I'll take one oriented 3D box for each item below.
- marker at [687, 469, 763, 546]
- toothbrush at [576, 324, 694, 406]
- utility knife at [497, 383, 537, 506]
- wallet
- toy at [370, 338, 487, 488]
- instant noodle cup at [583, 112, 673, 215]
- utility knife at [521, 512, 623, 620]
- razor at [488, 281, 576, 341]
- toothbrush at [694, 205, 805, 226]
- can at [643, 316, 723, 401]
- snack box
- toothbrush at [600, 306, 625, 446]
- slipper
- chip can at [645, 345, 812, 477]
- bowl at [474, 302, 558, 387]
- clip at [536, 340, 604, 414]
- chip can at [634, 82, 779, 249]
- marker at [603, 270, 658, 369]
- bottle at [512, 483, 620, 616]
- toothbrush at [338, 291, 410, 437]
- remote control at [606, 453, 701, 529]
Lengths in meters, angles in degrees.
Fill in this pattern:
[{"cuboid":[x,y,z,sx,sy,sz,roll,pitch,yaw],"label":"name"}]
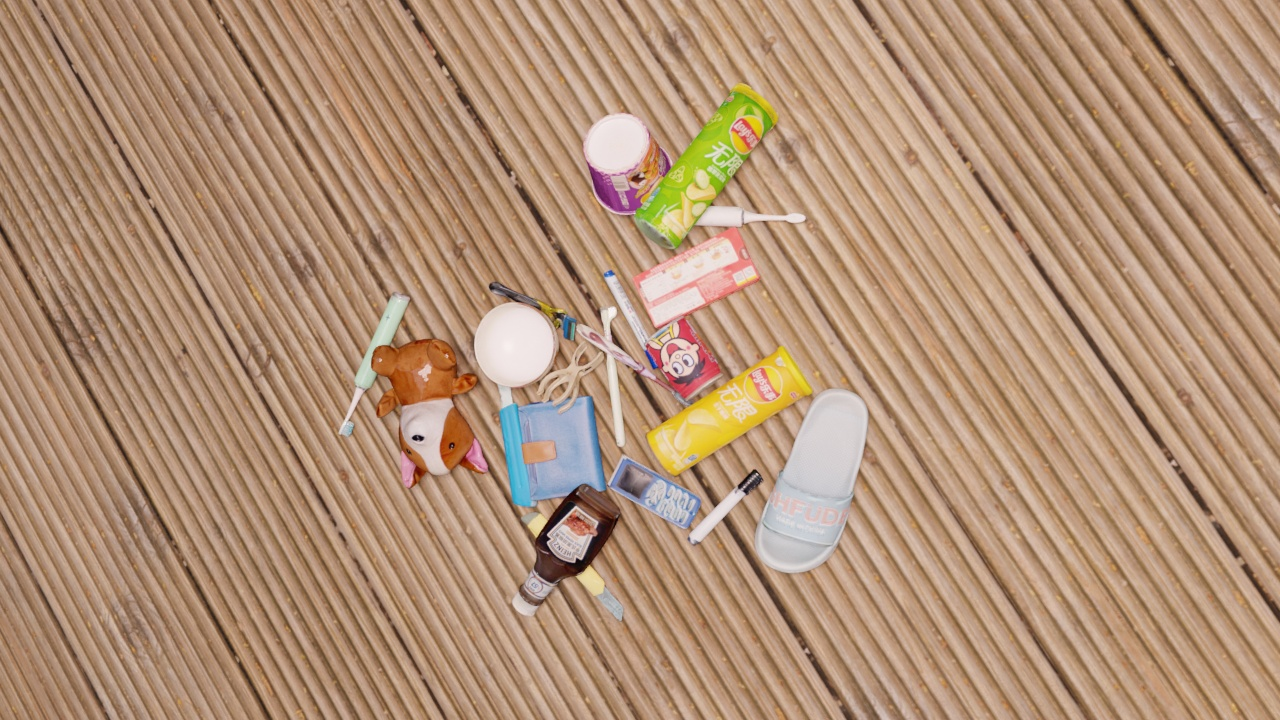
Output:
[{"cuboid":[0.111,0.194,1.203,0.022,0.018,0.131,42,99,-1],"label":"marker"},{"cuboid":[-0.007,0.007,1.213,0.187,0.017,0.016,34,93,1],"label":"toothbrush"},{"cuboid":[-0.175,0.101,1.264,0.034,0.018,0.206,-10,90,8],"label":"utility knife"},{"cuboid":[-0.107,0.118,1.242,0.106,0.040,0.133,-9,88,8],"label":"wallet"},{"cuboid":[-0.286,0.070,1.243,0.140,0.130,0.199,-7,99,7],"label":"toy"},{"cuboid":[-0.021,-0.256,1.172,0.112,0.099,0.111,-4,72,12],"label":"instant noodle cup"},{"cuboid":[-0.090,0.277,1.248,0.195,0.020,0.031,46,105,15],"label":"utility knife"},{"cuboid":[-0.146,-0.075,1.255,0.143,0.022,0.043,27,140,14],"label":"razor"},{"cuboid":[0.103,-0.188,1.194,0.221,0.026,0.027,4,103,13],"label":"toothbrush"},{"cuboid":[0.057,-0.001,1.187,0.066,0.066,0.094,-36,84,10],"label":"can"},{"cuboid":[0.073,-0.107,1.203,0.153,0.025,0.075,-26,84,11],"label":"snack box"},{"cuboid":[-0.035,0.022,1.233,0.029,0.020,0.189,-5,91,43],"label":"toothbrush"},{"cuboid":[0.221,0.154,1.150,0.104,0.074,0.245,19,94,11],"label":"slipper"},{"cuboid":[0.112,0.067,1.174,0.214,0.072,0.072,-34,84,12],"label":"chip can"},{"cuboid":[-0.160,-0.020,1.237,0.113,0.062,0.113,0,90,13],"label":"bowl"},{"cuboid":[-0.103,0.017,1.228,0.081,0.035,0.104,17,70,21],"label":"clip"},{"cuboid":[0.080,-0.241,1.157,0.072,0.072,0.221,37,88,9],"label":"chip can"},{"cuboid":[-0.010,-0.055,1.227,0.017,0.017,0.145,-29,85,11],"label":"marker"},{"cuboid":[-0.107,0.258,1.224,0.080,0.044,0.195,36,104,4],"label":"bottle"},{"cuboid":[-0.383,0.006,1.305,0.027,0.026,0.224,24,96,-11],"label":"toothbrush"},{"cuboid":[0.019,0.174,1.220,0.125,0.024,0.049,28,97,10],"label":"remote control"}]
